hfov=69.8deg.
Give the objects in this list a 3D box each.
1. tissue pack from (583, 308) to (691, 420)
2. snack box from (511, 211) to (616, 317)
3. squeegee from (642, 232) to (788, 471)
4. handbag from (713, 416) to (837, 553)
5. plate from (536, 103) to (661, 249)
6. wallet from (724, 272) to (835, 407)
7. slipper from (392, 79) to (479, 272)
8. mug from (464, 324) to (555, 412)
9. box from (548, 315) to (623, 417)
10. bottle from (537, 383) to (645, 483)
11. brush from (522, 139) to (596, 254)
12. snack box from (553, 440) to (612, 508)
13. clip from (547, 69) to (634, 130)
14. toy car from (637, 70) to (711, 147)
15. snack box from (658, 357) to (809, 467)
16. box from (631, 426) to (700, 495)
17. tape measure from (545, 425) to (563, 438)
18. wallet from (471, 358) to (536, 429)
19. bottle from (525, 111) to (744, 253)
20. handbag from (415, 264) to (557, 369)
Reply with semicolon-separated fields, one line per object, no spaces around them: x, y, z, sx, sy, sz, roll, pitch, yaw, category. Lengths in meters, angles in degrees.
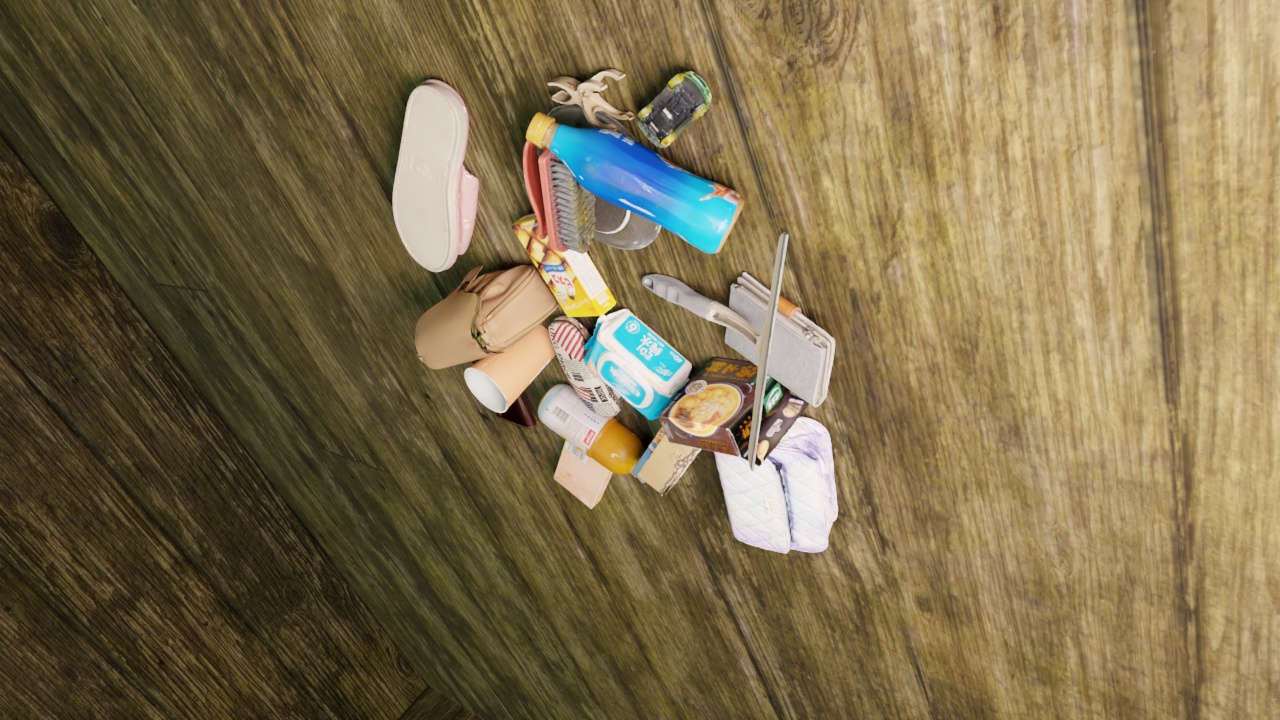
-0.007;0.007;1.147;0.140;0.063;0.090;41;148;6;tissue pack
-0.094;-0.118;1.120;0.087;0.033;0.140;4;131;58;snack box
0.077;-0.048;0.975;0.246;0.039;0.247;37;129;52;squeegee
0.160;0.149;1.095;0.134;0.075;0.194;7;135;26;handbag
-0.051;-0.193;1.005;0.179;0.024;0.180;29;145;22;plate
0.147;-0.024;0.962;0.130;0.036;0.107;39;149;30;wallet
-0.255;-0.229;1.161;0.114;0.054;0.275;31;135;15;slipper
-0.175;0.005;1.278;0.078;0.122;0.078;30;145;23;mug
-0.071;0.007;1.249;0.071;0.057;0.164;28;147;54;box
-0.060;0.107;1.318;0.189;0.067;0.068;35;147;15;bottle
-0.088;-0.176;0.986;0.069;0.063;0.146;20;143;17;brush
-0.089;0.174;1.466;0.084;0.026;0.158;38;148;10;snack box
-0.051;-0.272;0.908;0.103;0.034;0.093;41;153;20;clip
0.033;-0.234;0.852;0.043;0.036;0.091;50;149;-8;toy car
0.105;0.054;1.031;0.126;0.113;0.053;7;132;44;snack box
0.051;0.103;1.170;0.059;0.089;0.185;39;143;5;box
-0.128;0.089;1.414;0.058;0.025;0.055;36;145;6;tape measure
-0.221;0.052;1.483;0.096;0.020;0.122;13;134;40;wallet
-0.008;-0.179;0.889;0.218;0.065;0.065;27;147;-1;bottle
-0.212;-0.062;1.220;0.205;0.147;0.100;-12;120;48;handbag
